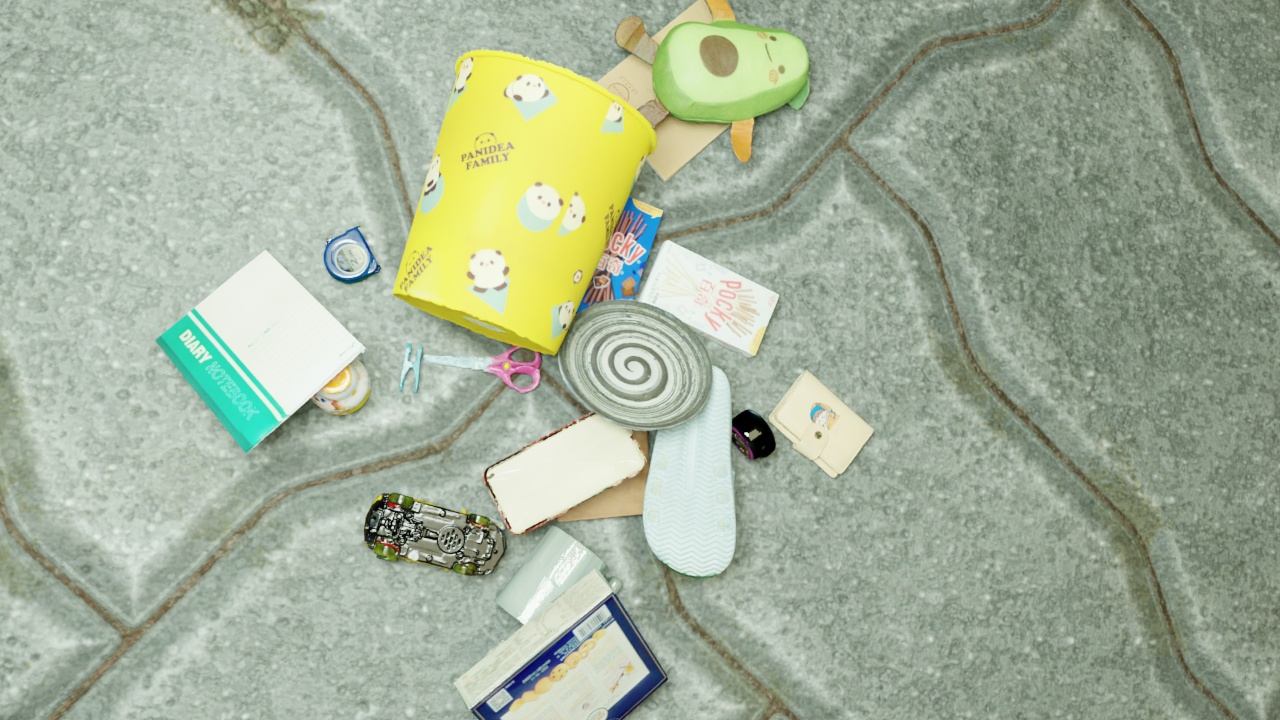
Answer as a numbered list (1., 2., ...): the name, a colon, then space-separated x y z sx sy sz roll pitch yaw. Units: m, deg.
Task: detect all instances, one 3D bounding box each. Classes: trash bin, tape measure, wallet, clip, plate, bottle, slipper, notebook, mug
1. trash bin: -0.132 -0.156 0.976 0.229 0.230 0.255 21 84 -10
2. tape measure: 0.129 0.089 1.086 0.039 0.057 0.058 -35 101 -14
3. wallet: -0.044 0.131 1.060 0.115 0.020 0.101 -3 85 -11
4. clip: -0.257 0.008 1.026 0.043 0.014 0.056 6 81 -13
5. plate: -0.006 0.006 1.025 0.179 0.024 0.179 8 53 -11
6. tape measure: -0.323 -0.114 1.019 0.054 0.025 0.058 -28 86 -13
7. bottle: -0.317 0.023 0.961 0.063 0.108 0.063 2 81 -13
8. wallet: 0.221 0.081 1.127 0.115 0.024 0.087 41 77 -7
9. slipper: 0.060 0.124 1.054 0.104 0.074 0.245 2 78 6
10. notebook: 0.055 -0.340 1.146 0.207 0.008 0.148 -43 94 -15
11. notebook: -0.391 -0.016 0.935 0.150 0.012 0.209 -45 57 -13
12. mug: -0.084 0.257 1.011 0.124 0.084 0.103 46 72 -32

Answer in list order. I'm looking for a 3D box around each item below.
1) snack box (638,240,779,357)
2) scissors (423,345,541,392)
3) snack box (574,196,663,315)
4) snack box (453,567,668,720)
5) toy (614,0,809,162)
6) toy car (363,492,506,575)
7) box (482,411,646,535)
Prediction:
1. snack box: 0.083 -0.074 1.111 0.157 0.027 0.084 25 78 -9
2. scissors: -0.180 0.003 1.046 0.133 0.017 0.057 7 87 -9
3. snack box: -0.037 -0.121 1.087 0.084 0.026 0.157 20 79 -11
4. snack box: -0.076 0.336 0.964 0.177 0.046 0.183 -37 130 -15
5. toy: 0.094 -0.347 1.105 0.246 0.090 0.227 -10 92 -12
6. toy car: -0.223 0.191 0.997 0.156 0.041 0.071 15 80 -8
7. box: -0.082 0.121 1.007 0.168 0.077 0.091 -27 88 -9
